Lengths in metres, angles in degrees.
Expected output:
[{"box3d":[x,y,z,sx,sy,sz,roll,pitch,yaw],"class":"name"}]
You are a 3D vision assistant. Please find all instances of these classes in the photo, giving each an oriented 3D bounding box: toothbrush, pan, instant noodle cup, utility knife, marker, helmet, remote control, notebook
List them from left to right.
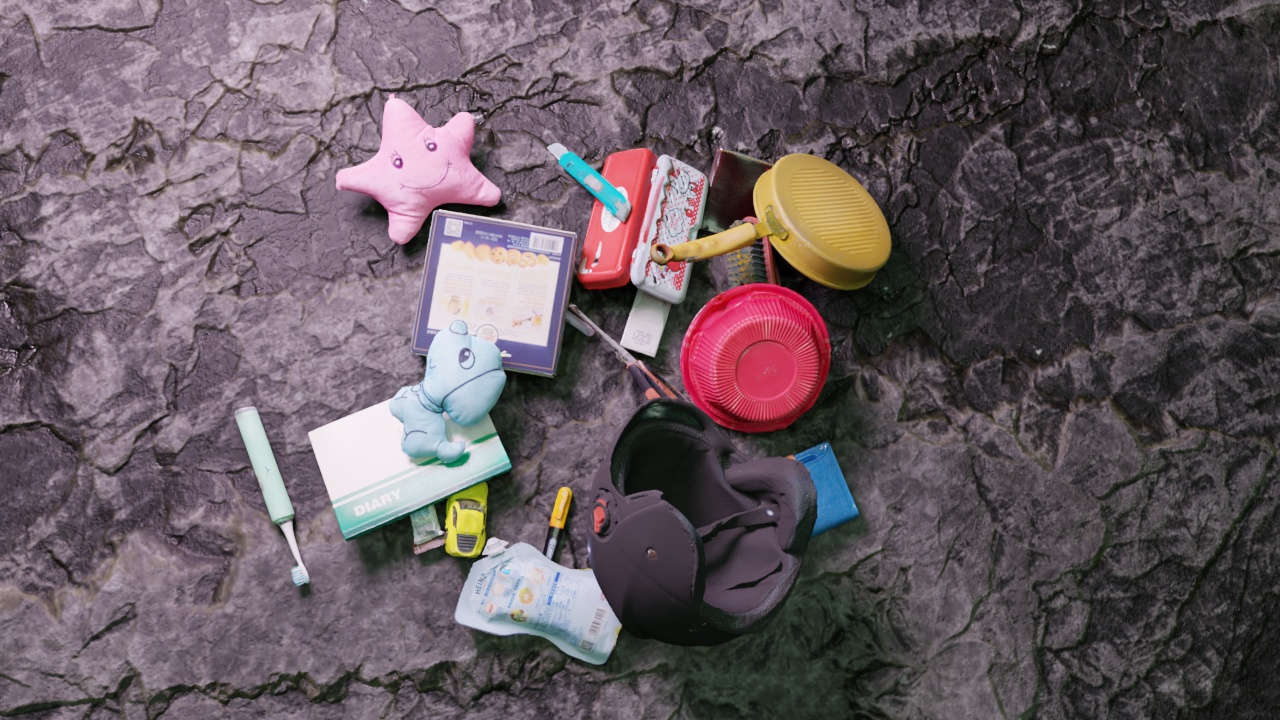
[{"box3d":[-0.434,0.160,1.089,0.027,0.027,0.224,-18,79,-32],"class":"toothbrush"},{"box3d":[-0.278,0.110,1.105,0.209,0.012,0.150,-23,66,-11],"class":"notebook"},{"box3d":[-0.139,-0.085,1.179,0.189,0.029,0.021,32,38,1],"class":"toothbrush"},{"box3d":[-0.106,0.215,1.116,0.018,0.015,0.123,14,78,3],"class":"marker"},{"box3d":[-0.068,-0.236,1.190,0.029,0.013,0.179,-44,59,-2],"class":"utility knife"},{"box3d":[0.014,-0.068,1.188,0.049,0.024,0.124,17,77,0],"class":"remote control"},{"box3d":[0.048,0.187,1.031,0.232,0.231,0.274,-8,62,-44],"class":"helmet"},{"box3d":[0.148,0.005,1.126,0.194,0.066,0.194,-1,104,-5],"class":"instant noodle cup"},{"box3d":[0.167,-0.162,1.146,0.356,0.078,0.197,-10,65,-38],"class":"pan"}]

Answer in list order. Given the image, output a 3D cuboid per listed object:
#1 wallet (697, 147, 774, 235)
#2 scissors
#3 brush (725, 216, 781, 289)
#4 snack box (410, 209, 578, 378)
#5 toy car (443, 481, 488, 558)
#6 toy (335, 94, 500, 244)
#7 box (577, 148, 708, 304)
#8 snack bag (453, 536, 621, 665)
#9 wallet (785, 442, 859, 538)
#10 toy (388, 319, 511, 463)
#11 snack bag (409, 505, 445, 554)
[{"box3d":[0.133,-0.218,1.239,0.096,0.020,0.122,17,78,-2],"class":"wallet"},{"box3d":[-0.011,0.007,1.129,0.207,0.191,0.015,33,108,-34],"class":"scissors"},{"box3d":[0.150,-0.115,1.193,0.069,0.063,0.145,1,80,-41],"class":"brush"},{"box3d":[-0.180,-0.082,1.144,0.178,0.046,0.182,10,88,-3],"class":"snack box"},{"box3d":[-0.206,0.182,1.094,0.048,0.032,0.105,10,67,-25],"class":"toy car"},{"box3d":[-0.291,-0.250,1.169,0.194,0.075,0.178,-24,95,-13],"class":"toy"},{"box3d":[0.005,-0.177,1.181,0.155,0.074,0.200,10,68,5],"class":"box"},{"box3d":[-0.113,0.283,1.082,0.191,0.039,0.110,20,90,-6],"class":"snack bag"},{"box3d":[0.196,0.172,1.146,0.133,0.040,0.106,-21,85,-11],"class":"wallet"},{"box3d":[-0.223,0.036,1.091,0.156,0.050,0.161,-17,89,-7],"class":"toy"},{"box3d":[-0.264,0.176,1.102,0.048,0.026,0.104,-20,81,-10],"class":"snack bag"}]
